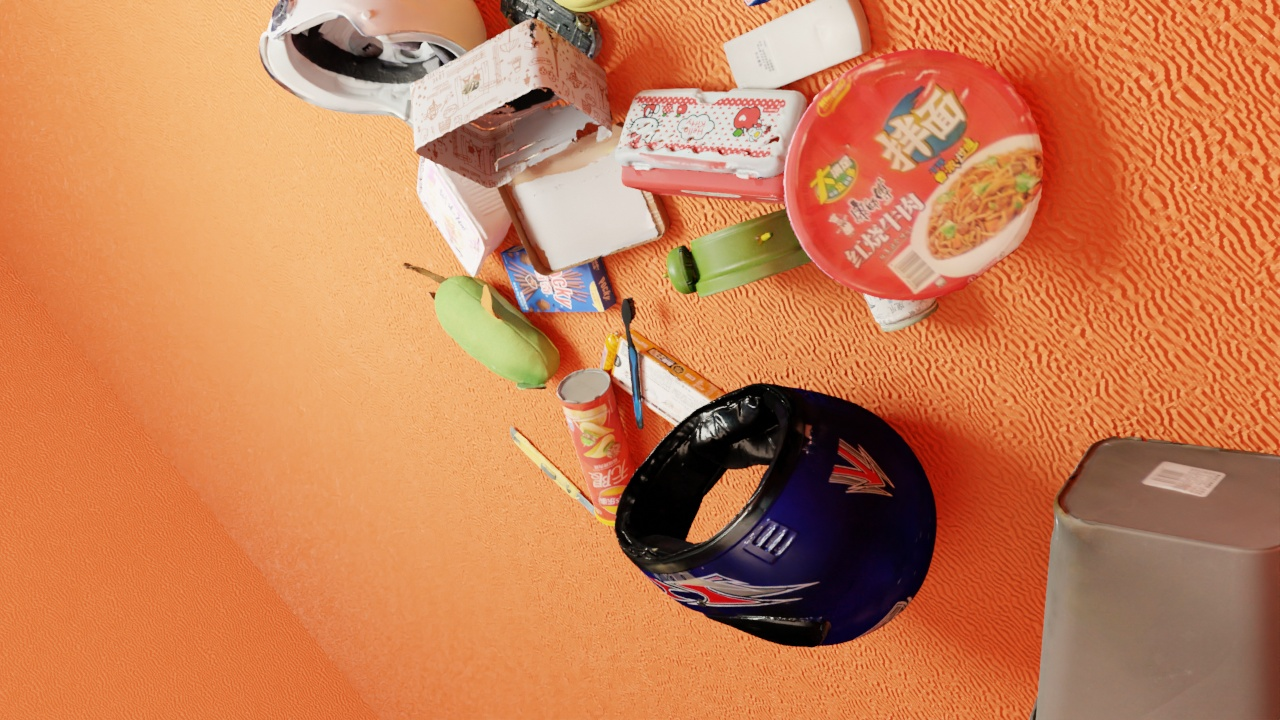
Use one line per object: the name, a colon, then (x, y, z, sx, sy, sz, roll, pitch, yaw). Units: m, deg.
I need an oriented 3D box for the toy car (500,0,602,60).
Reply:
toy car: (-0.091, -0.353, 0.946, 0.120, 0.036, 0.054, 37, 138, 4)

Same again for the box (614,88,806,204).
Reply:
box: (0.073, -0.206, 0.867, 0.202, 0.095, 0.101, 14, 99, 39)

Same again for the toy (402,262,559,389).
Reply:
toy: (-0.204, -0.047, 1.228, 0.247, 0.089, 0.227, 39, 164, 11)

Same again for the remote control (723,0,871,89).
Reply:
remote control: (0.134, -0.273, 0.796, 0.135, 0.019, 0.056, -9, 110, 47)

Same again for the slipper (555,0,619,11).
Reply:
slipper: (-0.031, -0.376, 0.838, 0.191, 0.081, 0.092, 1, 115, 41)

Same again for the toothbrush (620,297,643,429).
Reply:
toothbrush: (-0.007, 0.006, 1.098, 0.014, 0.016, 0.190, 14, 129, 27)

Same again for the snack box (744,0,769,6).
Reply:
snack box: (0.067, -0.395, 0.747, 0.207, 0.057, 0.058, 56, 143, -4)

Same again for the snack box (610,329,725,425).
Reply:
snack box: (0.033, 0.033, 1.108, 0.154, 0.026, 0.075, 35, 137, 21)

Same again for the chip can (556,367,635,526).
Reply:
chip can: (-0.050, 0.115, 1.193, 0.073, 0.073, 0.217, 15, 133, 37)

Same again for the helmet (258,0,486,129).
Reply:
helmet: (-0.283, -0.366, 1.008, 0.259, 0.228, 0.145, 3, 78, 37)

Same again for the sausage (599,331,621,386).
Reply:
sausage: (-0.045, 0.023, 1.179, 0.021, 0.021, 0.166, 35, 137, 21)

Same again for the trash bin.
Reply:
trash bin: (0.426, 0.194, 0.730, 0.199, 0.198, 0.220, 6, 114, 40)

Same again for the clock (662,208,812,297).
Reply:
clock: (0.092, -0.101, 0.890, 0.162, 0.115, 0.056, -14, 95, 45)

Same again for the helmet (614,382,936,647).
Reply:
helmet: (0.148, 0.168, 0.931, 0.240, 0.246, 0.316, 35, 147, -19)

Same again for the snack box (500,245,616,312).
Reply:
snack box: (-0.104, -0.103, 1.143, 0.157, 0.026, 0.084, 3, 120, 43)

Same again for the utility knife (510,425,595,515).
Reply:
utility knife: (-0.127, 0.168, 1.372, 0.195, 0.020, 0.031, 37, 144, 12)

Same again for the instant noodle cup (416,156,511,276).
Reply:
instant noodle cup: (-0.213, -0.189, 1.127, 0.138, 0.060, 0.174, 57, 161, -1)

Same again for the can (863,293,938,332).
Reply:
can: (0.210, -0.102, 0.816, 0.058, 0.058, 0.147, -16, 105, 48)

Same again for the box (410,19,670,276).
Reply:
box: (-0.102, -0.219, 0.974, 0.180, 0.130, 0.272, -15, 135, 29)

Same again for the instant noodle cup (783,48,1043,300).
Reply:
instant noodle cup: (0.214, -0.147, 0.734, 0.194, 0.065, 0.194, 4, 107, 12)

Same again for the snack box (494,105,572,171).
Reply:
snack box: (-0.136, -0.239, 1.077, 0.153, 0.025, 0.075, -8, 112, 47)
